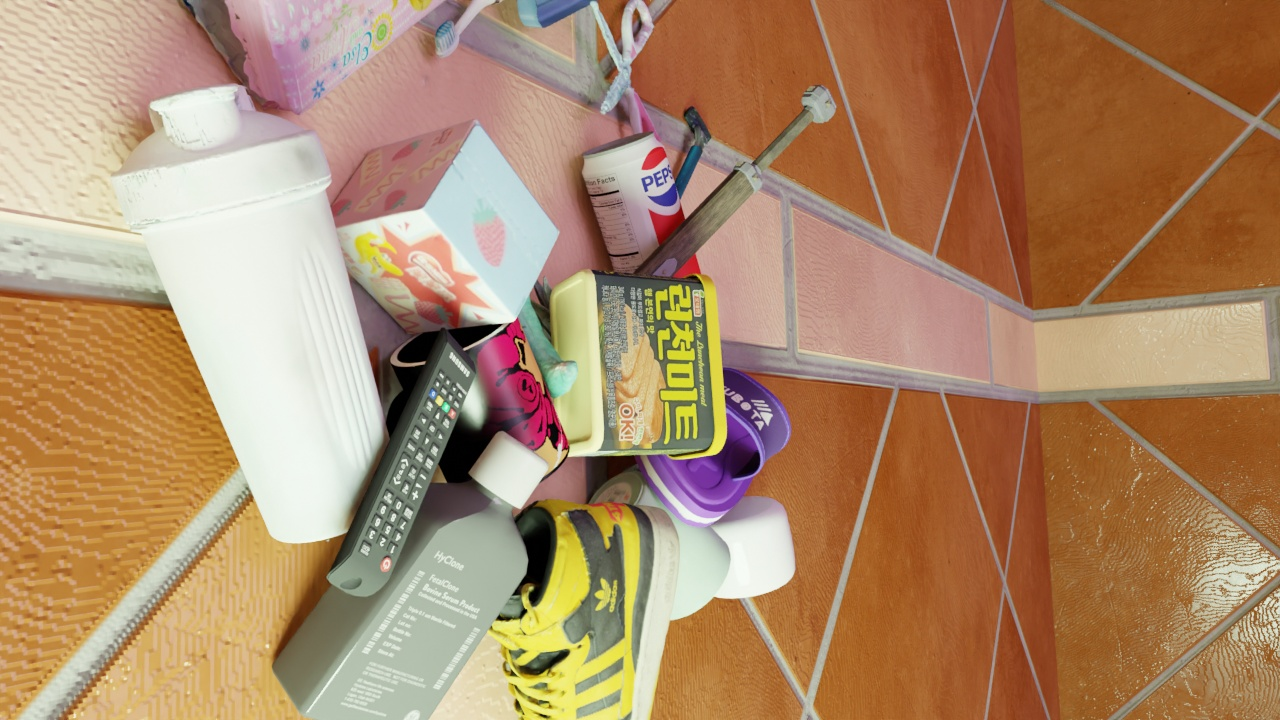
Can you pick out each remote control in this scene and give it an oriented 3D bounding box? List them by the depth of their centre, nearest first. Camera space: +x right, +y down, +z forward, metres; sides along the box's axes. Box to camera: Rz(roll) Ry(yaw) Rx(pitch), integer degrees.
[{"bbox_3d":[-0.121,0.050,0.477,0.033,0.015,0.146,58,42,-50],"label":"remote control"}]

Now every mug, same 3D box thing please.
[{"bbox_3d":[-0.108,0.036,0.566,0.117,0.082,0.098,-45,123,-48],"label":"mug"},{"bbox_3d":[0.010,0.134,0.742,0.104,0.084,0.111,49,24,-25],"label":"mug"},{"bbox_3d":[0.098,0.166,0.847,0.115,0.094,0.068,-19,100,-48],"label":"mug"}]

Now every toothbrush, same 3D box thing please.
[{"bbox_3d":[-0.098,-0.287,0.673,0.027,0.027,0.222,86,22,-51],"label":"toothbrush"}]

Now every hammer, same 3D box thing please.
[{"bbox_3d":[0.054,-0.108,0.735,0.316,0.028,0.147,-46,123,-13],"label":"hammer"}]

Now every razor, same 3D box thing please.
[{"bbox_3d":[0.043,-0.183,0.879,0.042,0.022,0.143,50,47,-39],"label":"razor"}]

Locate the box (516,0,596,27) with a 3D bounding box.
[{"bbox_3d":[-0.038,-0.341,0.719,0.208,0.043,0.125,-56,170,-51],"label":"box"}]

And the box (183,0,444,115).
[{"bbox_3d":[-0.172,-0.238,0.548,0.085,0.071,0.229,97,16,-47],"label":"box"}]

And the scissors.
[{"bbox_3d":[-0.007,-0.250,0.805,0.170,0.013,0.176,57,36,-46],"label":"scissors"}]

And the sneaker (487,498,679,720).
[{"bbox_3d":[-0.060,0.205,0.615,0.122,0.086,0.238,19,83,-34],"label":"sneaker"}]

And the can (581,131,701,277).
[{"bbox_3d":[0.001,-0.116,0.762,0.070,0.070,0.132,-43,121,-50],"label":"can"}]

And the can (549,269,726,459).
[{"bbox_3d":[-0.004,0.004,0.648,0.101,0.073,0.130,2,79,-30],"label":"can"}]

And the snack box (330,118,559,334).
[{"bbox_3d":[-0.120,-0.076,0.551,0.093,0.095,0.079,54,44,-39],"label":"snack box"}]

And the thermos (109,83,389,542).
[{"bbox_3d":[-0.186,-0.022,0.459,0.099,0.099,0.220,-37,122,-52],"label":"thermos"}]

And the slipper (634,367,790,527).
[{"bbox_3d":[0.085,0.048,0.795,0.107,0.084,0.266,49,23,8],"label":"slipper"}]

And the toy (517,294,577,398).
[{"bbox_3d":[-0.078,-0.021,0.622,0.033,0.085,0.105,-21,84,-31],"label":"toy"}]

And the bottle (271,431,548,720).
[{"bbox_3d":[-0.114,0.120,0.512,0.173,0.046,0.083,-55,136,-7],"label":"bottle"}]
